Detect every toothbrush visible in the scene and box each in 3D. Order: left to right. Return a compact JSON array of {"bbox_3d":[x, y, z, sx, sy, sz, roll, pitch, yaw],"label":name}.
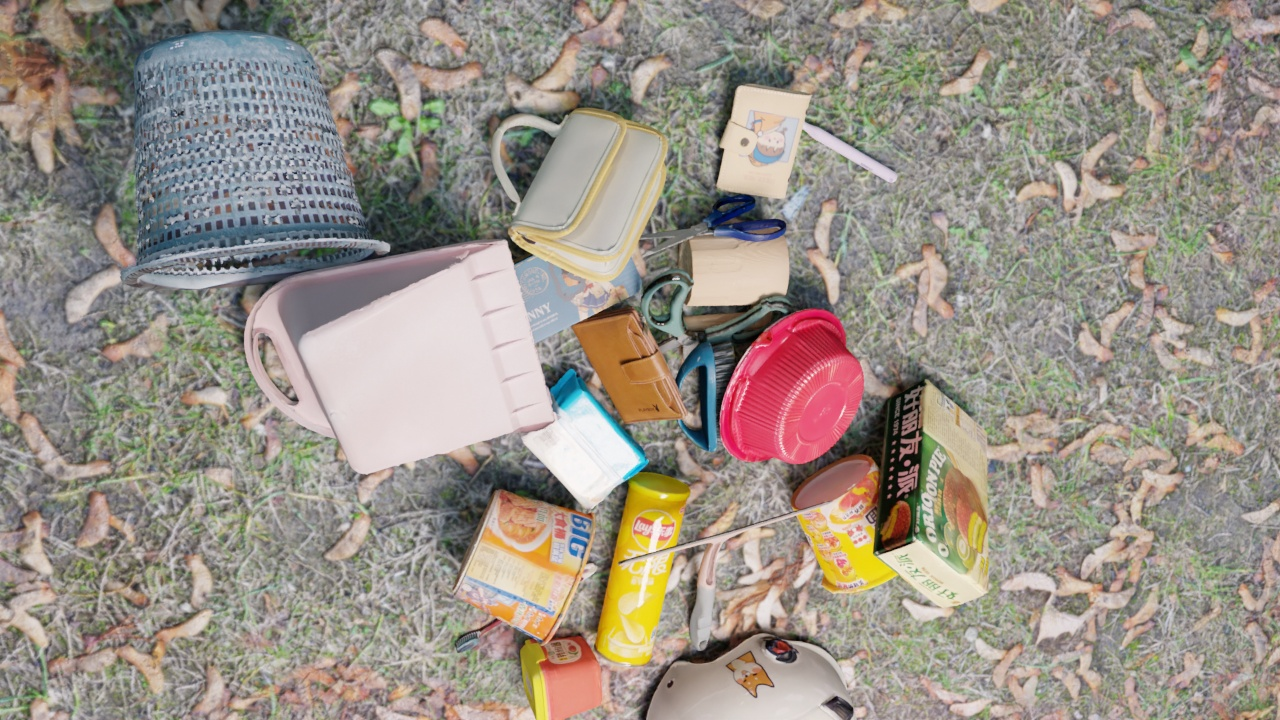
[{"bbox_3d":[-0.132,0.286,1.061,0.187,0.017,0.016,-29,107,-4],"label":"toothbrush"},{"bbox_3d":[0.208,-0.242,1.015,0.189,0.029,0.021,23,59,-17],"label":"toothbrush"}]

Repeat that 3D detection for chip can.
[{"bbox_3d":[0.000,0.239,1.050,0.072,0.072,0.213,10,100,-14],"label":"chip can"}]

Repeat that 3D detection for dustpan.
[{"bbox_3d":[-0.246,-0.011,0.917,0.273,0.139,0.223,-20,124,-18],"label":"dustpan"}]

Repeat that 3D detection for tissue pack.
[{"bbox_3d":[-0.064,0.088,1.007,0.090,0.063,0.140,-40,105,2],"label":"tissue pack"}]

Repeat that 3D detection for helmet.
[{"bbox_3d":[0.147,0.461,1.087,0.274,0.157,0.230,-4,103,-11],"label":"helmet"}]

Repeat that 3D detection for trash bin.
[{"bbox_3d":[-0.355,-0.177,0.825,0.226,0.227,0.195,-9,91,-10],"label":"trash bin"}]

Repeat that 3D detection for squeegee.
[{"bbox_3d":[0.078,0.255,1.049,0.247,0.040,0.250,-12,136,-19],"label":"squeegee"}]

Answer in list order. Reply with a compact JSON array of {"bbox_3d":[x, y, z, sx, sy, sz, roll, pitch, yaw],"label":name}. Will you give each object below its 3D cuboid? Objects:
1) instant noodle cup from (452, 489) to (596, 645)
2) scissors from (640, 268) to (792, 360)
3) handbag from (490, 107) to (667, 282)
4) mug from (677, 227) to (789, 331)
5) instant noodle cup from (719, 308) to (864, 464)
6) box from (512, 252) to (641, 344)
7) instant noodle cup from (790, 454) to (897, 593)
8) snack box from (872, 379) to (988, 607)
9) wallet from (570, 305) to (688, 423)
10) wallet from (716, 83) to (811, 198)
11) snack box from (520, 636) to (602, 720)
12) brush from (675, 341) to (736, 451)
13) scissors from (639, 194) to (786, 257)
[{"bbox_3d":[-0.127,0.214,0.985,0.111,0.151,0.151,24,96,-8],"label":"instant noodle cup"},{"bbox_3d":[0.081,-0.046,0.976,0.180,0.019,0.170,-9,145,1],"label":"scissors"},{"bbox_3d":[-0.074,-0.182,0.916,0.179,0.063,0.163,22,69,4],"label":"handbag"},{"bbox_3d":[0.097,-0.084,1.002,0.103,0.084,0.125,-3,129,-9],"label":"mug"},{"bbox_3d":[0.179,0.042,1.005,0.193,0.066,0.194,-23,131,-31],"label":"instant noodle cup"},{"bbox_3d":[-0.095,-0.077,0.967,0.184,0.059,0.090,-29,106,-6],"label":"box"},{"bbox_3d":[0.248,0.183,1.064,0.138,0.138,0.110,-34,99,-3],"label":"instant noodle cup"},{"bbox_3d":[0.329,0.143,1.025,0.114,0.239,0.063,38,133,-17],"label":"snack box"},{"bbox_3d":[-0.006,0.006,0.981,0.035,0.119,0.131,-39,109,-34],"label":"wallet"},{"bbox_3d":[0.128,-0.235,0.986,0.087,0.024,0.115,4,119,-15],"label":"wallet"},{"bbox_3d":[-0.090,0.364,1.052,0.080,0.091,0.082,-7,103,-18],"label":"snack box"},{"bbox_3d":[0.072,0.043,1.015,0.073,0.055,0.144,-7,127,-3],"label":"brush"},{"bbox_3d":[0.070,-0.143,0.967,0.165,0.156,0.012,6,128,8],"label":"scissors"}]
